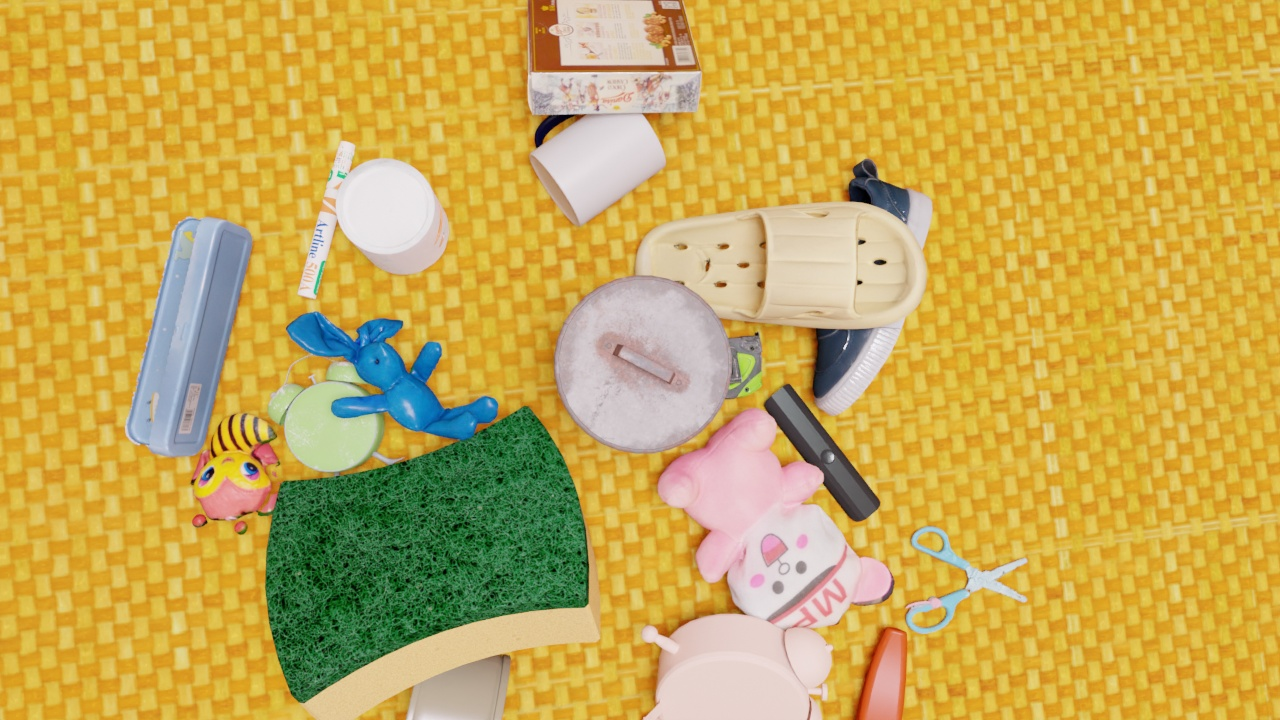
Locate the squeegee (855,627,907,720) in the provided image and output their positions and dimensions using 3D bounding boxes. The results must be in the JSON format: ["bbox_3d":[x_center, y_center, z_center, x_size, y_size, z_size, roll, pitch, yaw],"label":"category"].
[{"bbox_3d":[0.217,0.338,0.842,0.250,0.055,0.184,11,86,12],"label":"squeegee"}]

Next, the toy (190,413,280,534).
[{"bbox_3d":[-0.354,0.098,0.801,0.084,0.046,0.103,4,76,16],"label":"toy"}]

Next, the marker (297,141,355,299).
[{"bbox_3d":[-0.284,-0.128,0.834,0.017,0.017,0.145,14,86,-5],"label":"marker"}]

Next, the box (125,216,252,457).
[{"bbox_3d":[-0.403,-0.025,0.797,0.079,0.072,0.210,12,87,9],"label":"box"}]

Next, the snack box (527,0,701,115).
[{"bbox_3d":[-0.027,-0.274,0.815,0.147,0.041,0.143,-2,47,-6],"label":"snack box"}]

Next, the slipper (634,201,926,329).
[{"bbox_3d":[0.111,-0.088,0.796,0.262,0.079,0.111,2,84,21],"label":"slipper"}]

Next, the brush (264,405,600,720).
[{"bbox_3d":[-0.167,0.161,0.747,0.250,0.075,0.195,-17,48,-7],"label":"brush"}]

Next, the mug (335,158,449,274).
[{"bbox_3d":[-0.212,-0.122,0.796,0.082,0.105,0.082,0,87,-6],"label":"mug"}]

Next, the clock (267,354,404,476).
[{"bbox_3d":[-0.273,0.051,0.813,0.094,0.042,0.119,-27,90,-8],"label":"clock"}]

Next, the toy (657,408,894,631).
[{"bbox_3d":[0.117,0.158,0.827,0.142,0.084,0.213,-37,89,-4],"label":"toy"}]

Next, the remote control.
[{"bbox_3d":[0.172,0.088,0.870,0.033,0.015,0.147,-38,91,-6],"label":"remote control"}]

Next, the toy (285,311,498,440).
[{"bbox_3d":[-0.203,0.012,0.784,0.176,0.112,0.071,35,126,5],"label":"toy"}]

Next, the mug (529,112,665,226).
[{"bbox_3d":[-0.048,-0.192,0.838,0.097,0.079,0.112,-36,63,-7],"label":"mug"}]

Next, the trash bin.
[{"bbox_3d":[-0.005,0.004,0.755,0.131,0.211,0.131,0,89,-4],"label":"trash bin"}]

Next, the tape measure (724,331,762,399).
[{"bbox_3d":[0.083,0.007,0.854,0.065,0.036,0.058,-9,89,-7],"label":"tape measure"}]

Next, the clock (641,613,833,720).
[{"bbox_3d":[0.081,0.290,0.792,0.160,0.086,0.131,-1,121,-1],"label":"clock"}]

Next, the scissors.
[{"bbox_3d":[0.308,0.200,0.882,0.138,0.015,0.120,-21,90,-13],"label":"scissors"}]

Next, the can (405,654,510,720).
[{"bbox_3d":[-0.158,0.305,0.769,0.073,0.128,0.127,12,86,-7],"label":"can"}]

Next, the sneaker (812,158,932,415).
[{"bbox_3d":[0.194,-0.068,0.846,0.087,0.089,0.235,22,79,-8],"label":"sneaker"}]
